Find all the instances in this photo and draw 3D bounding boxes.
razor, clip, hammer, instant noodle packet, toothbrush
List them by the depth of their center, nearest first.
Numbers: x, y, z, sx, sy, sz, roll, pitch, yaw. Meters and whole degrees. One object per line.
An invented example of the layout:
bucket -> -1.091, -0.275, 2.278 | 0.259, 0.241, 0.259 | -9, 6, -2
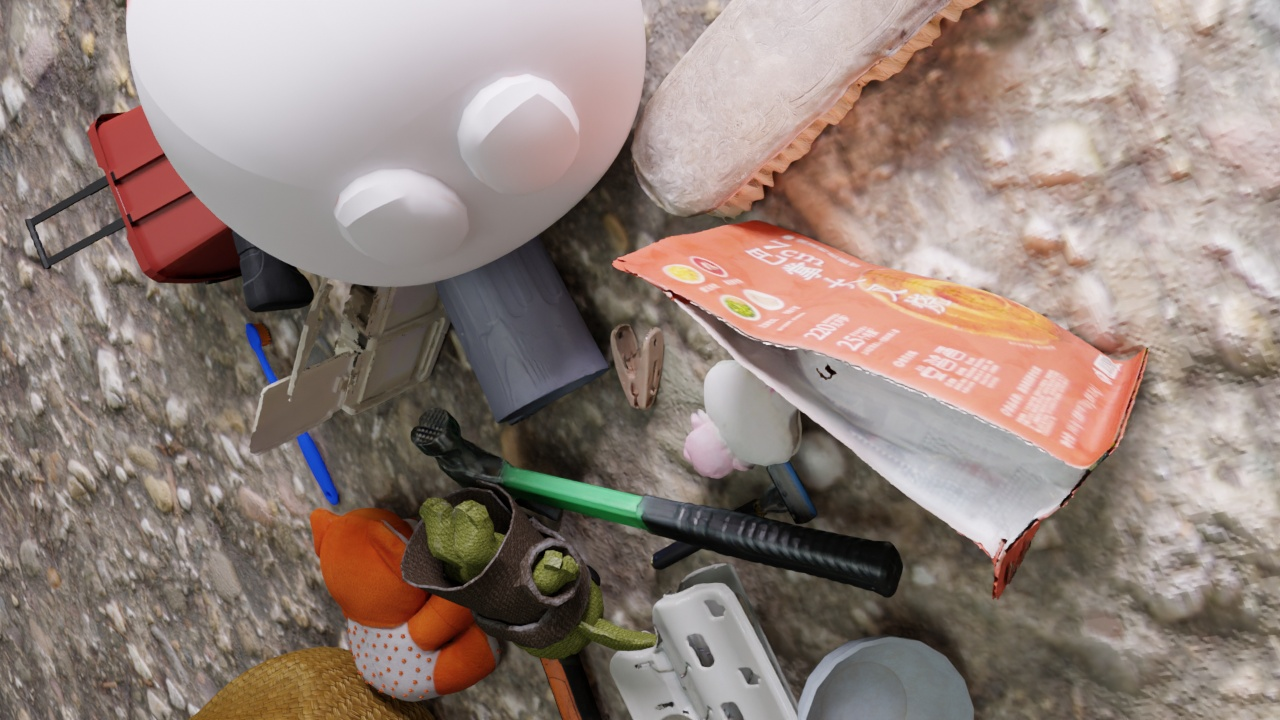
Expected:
instant noodle packet -> 0.113, -0.012, 0.445 | 0.221, 0.164, 0.084 | 35, 121, 20
hammer -> 0.004, 0.097, 0.580 | 0.319, 0.032, 0.130 | 7, 146, 33
razor -> 0.057, 0.108, 0.604 | 0.145, 0.022, 0.042 | -37, 73, 40
clip -> -0.007, 0.003, 0.613 | 0.041, 0.024, 0.061 | 21, 118, 27
clip -> 0.052, 0.205, 0.624 | 0.153, 0.095, 0.126 | -29, 85, 56
hammer -> -0.309, -0.197, 0.673 | 0.025, 0.117, 0.333 | -18, 86, 38
hammer -> -0.037, 0.270, 0.703 | 0.138, 0.034, 0.314 | -18, 93, 35
toothbrush -> -0.314, 0.048, 0.835 | 0.016, 0.018, 0.182 | -24, 92, 35

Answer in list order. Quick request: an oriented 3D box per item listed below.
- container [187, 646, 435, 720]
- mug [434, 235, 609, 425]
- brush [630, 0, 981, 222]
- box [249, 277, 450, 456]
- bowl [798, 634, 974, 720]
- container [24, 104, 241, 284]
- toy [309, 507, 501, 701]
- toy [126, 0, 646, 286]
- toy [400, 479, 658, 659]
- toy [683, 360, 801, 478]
container -> -0.300, 0.421, 0.820 | 0.307, 0.196, 0.307 | 8, 106, 31
mug -> -0.089, -0.016, 0.636 | 0.104, 0.083, 0.124 | 63, 152, 3
brush -> 0.097, -0.173, 0.475 | 0.272, 0.056, 0.083 | -41, 76, 34
box -> -0.189, -0.014, 0.632 | 0.050, 0.183, 0.144 | 35, 124, 13
bowl -> 0.139, 0.212, 0.545 | 0.106, 0.039, 0.106 | 0, 90, -9
container -> -0.381, -0.135, 0.756 | 0.201, 0.126, 0.148 | -20, 92, 26
toy -> -0.205, 0.195, 0.764 | 0.164, 0.092, 0.172 | 0, 116, 36
toy -> -0.140, -0.186, 0.503 | 0.263, 0.265, 0.280 | -33, 65, 8
toy -> -0.085, 0.143, 0.615 | 0.180, 0.078, 0.153 | -3, 141, 41
toy -> 0.071, 0.025, 0.559 | 0.079, 0.038, 0.123 | 48, 114, 19
